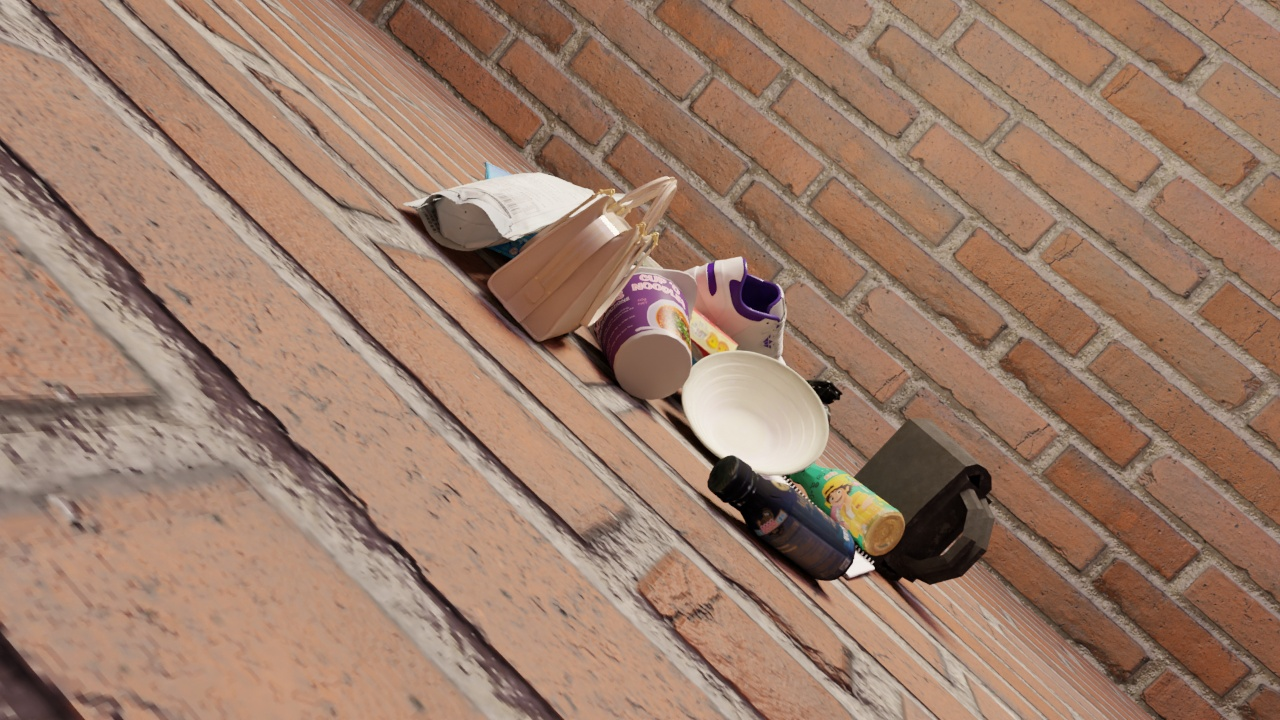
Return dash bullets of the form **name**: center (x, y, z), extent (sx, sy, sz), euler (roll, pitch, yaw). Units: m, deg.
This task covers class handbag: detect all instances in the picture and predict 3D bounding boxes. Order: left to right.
- **handbag**: center (-0.039, -0.114, 0.920), extent (0.101, 0.198, 0.194), euler (48, 7, 0)
- **handbag**: center (0.386, 0.208, 1.235), extent (0.102, 0.197, 0.199), euler (36, 10, -33)

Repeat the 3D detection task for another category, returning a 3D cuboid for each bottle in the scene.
- **bottle**: center (0.130, 0.146, 0.849), extent (0.160, 0.056, 0.056), euler (38, 9, -21)
- **bottle**: center (0.264, 0.183, 1.248), extent (0.068, 0.068, 0.210), euler (36, 2, -36)

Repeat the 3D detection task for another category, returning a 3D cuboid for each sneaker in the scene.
- **sneaker**: center (0.151, -0.048, 1.199), extent (0.244, 0.111, 0.091), euler (45, 33, -36)

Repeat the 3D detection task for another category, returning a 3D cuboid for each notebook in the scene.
- **notebook**: center (0.181, 0.171, 1.126), extent (0.245, 0.013, 0.177), euler (44, 9, 23)

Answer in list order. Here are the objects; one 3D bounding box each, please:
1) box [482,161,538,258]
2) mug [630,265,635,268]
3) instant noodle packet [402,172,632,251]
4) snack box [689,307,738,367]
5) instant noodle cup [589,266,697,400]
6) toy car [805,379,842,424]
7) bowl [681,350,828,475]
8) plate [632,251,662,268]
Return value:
- **box**: center (-0.111, -0.160, 1.142), extent (0.243, 0.085, 0.091), euler (20, 20, -45)
- **mug**: center (-0.026, -0.095, 1.308), extent (0.112, 0.089, 0.085), euler (39, 8, -18)
- **instant noodle packet**: center (-0.120, -0.170, 0.999), extent (0.147, 0.057, 0.268), euler (20, 24, 20)
- **snack box**: center (0.025, -0.036, 1.153), extent (0.142, 0.040, 0.145), euler (38, -25, -25)
- **instant noodle cup**: center (0.013, -0.027, 1.010), extent (0.122, 0.137, 0.121), euler (50, 13, -28)
- **toy car**: center (0.152, 0.060, 1.160), extent (0.192, 0.071, 0.094), euler (1, -8, 22)
- **bowl**: center (0.125, 0.073, 1.065), extent (0.176, 0.058, 0.176), euler (9, 49, -11)
- **plate**: center (0.005, -0.137, 1.377), extent (0.157, 0.014, 0.157), euler (39, -4, 3)
